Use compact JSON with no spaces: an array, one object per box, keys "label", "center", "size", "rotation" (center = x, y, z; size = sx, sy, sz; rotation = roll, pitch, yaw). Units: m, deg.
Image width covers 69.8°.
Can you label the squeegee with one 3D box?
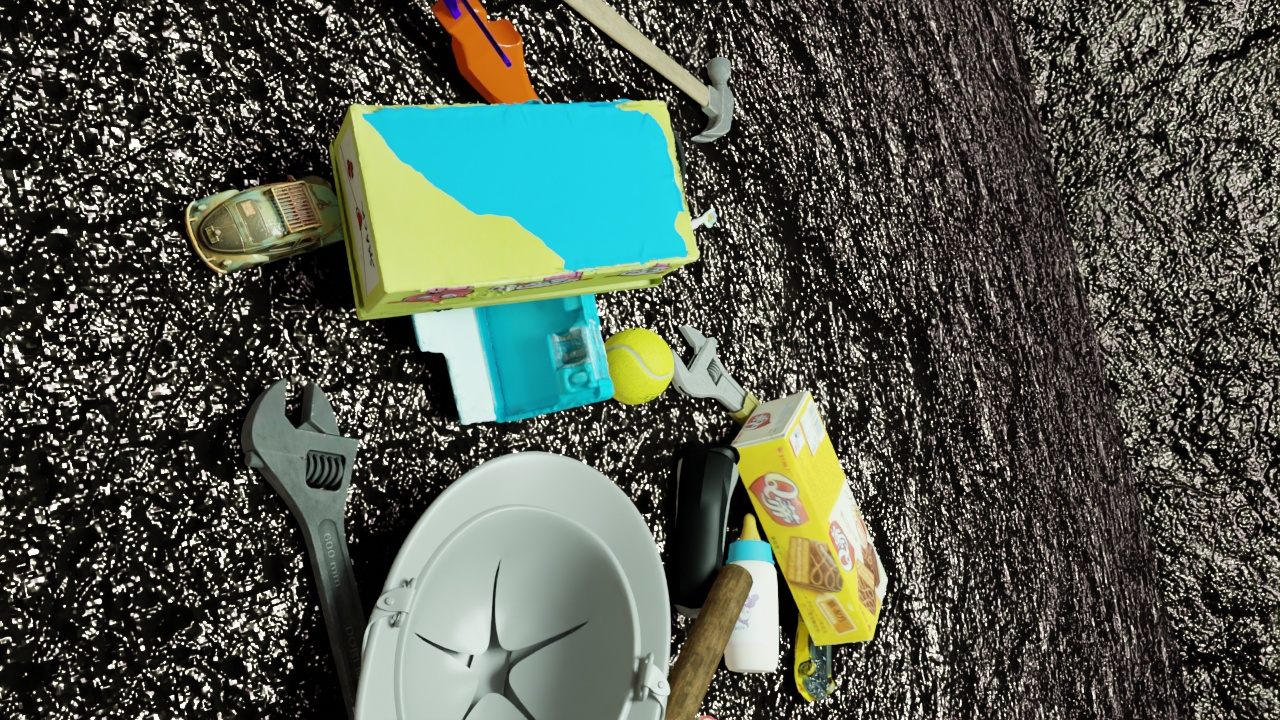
[{"label":"squeegee","center":[-0.117,-0.240,0.725],"size":[0.249,0.055,0.184],"rotation":[57,9,33]}]

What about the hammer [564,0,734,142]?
[{"label":"hammer","center":[-0.005,-0.328,0.934],"size":[0.330,0.031,0.119],"rotation":[24,59,-46]}]

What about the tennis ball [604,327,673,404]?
[{"label":"tennis ball","center":[-0.005,0.005,0.786],"size":[0.065,0.066,0.065],"rotation":[21,61,-46]}]

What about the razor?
[{"label":"razor","center":[0.054,0.151,0.825],"size":[0.060,0.057,0.155],"rotation":[77,20,-57]}]

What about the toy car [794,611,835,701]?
[{"label":"toy car","center":[0.178,0.297,0.945],"size":[0.049,0.030,0.106],"rotation":[47,39,-29]}]

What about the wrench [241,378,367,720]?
[{"label":"wrench","center":[-0.182,0.144,0.554],"size":[0.073,0.018,0.273],"rotation":[-14,90,-54]}]

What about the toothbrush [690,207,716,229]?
[{"label":"toothbrush","center":[0.039,-0.128,0.929],"size":[0.154,0.015,0.022],"rotation":[-36,138,-51]}]

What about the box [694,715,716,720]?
[{"label":"box","center":[0.055,0.388,0.697],"size":[0.117,0.050,0.204],"rotation":[28,48,3]}]

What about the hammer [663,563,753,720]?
[{"label":"hammer","center":[0.040,0.237,0.657],"size":[0.037,0.218,0.299],"rotation":[34,41,3]}]

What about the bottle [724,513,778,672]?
[{"label":"bottle","center":[0.103,0.216,0.861],"size":[0.051,0.051,0.146],"rotation":[25,59,-45]}]

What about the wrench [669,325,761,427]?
[{"label":"wrench","center":[0.111,0.057,0.954],"size":[0.273,0.018,0.083],"rotation":[45,46,-33]}]

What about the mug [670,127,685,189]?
[{"label":"mug","center":[-0.027,-0.139,0.772],"size":[0.081,0.098,0.118],"rotation":[2,98,-61]}]

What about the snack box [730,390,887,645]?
[{"label":"snack box","center":[0.172,0.158,0.916],"size":[0.230,0.062,0.109],"rotation":[66,29,-12]}]

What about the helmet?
[{"label":"helmet","center":[-0.087,0.198,0.578],"size":[0.183,0.118,0.270],"rotation":[22,54,-13]}]

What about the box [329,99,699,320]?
[{"label":"box","center":[-0.079,-0.102,0.605],"size":[0.220,0.081,0.124],"rotation":[-11,86,-30]}]

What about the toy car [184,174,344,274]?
[{"label":"toy car","center":[-0.218,-0.088,0.563],"size":[0.111,0.047,0.047],"rotation":[-34,106,-55]}]

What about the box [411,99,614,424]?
[{"label":"box","center":[-0.104,-0.072,0.646],"size":[0.121,0.098,0.226],"rotation":[0,77,-69]}]
